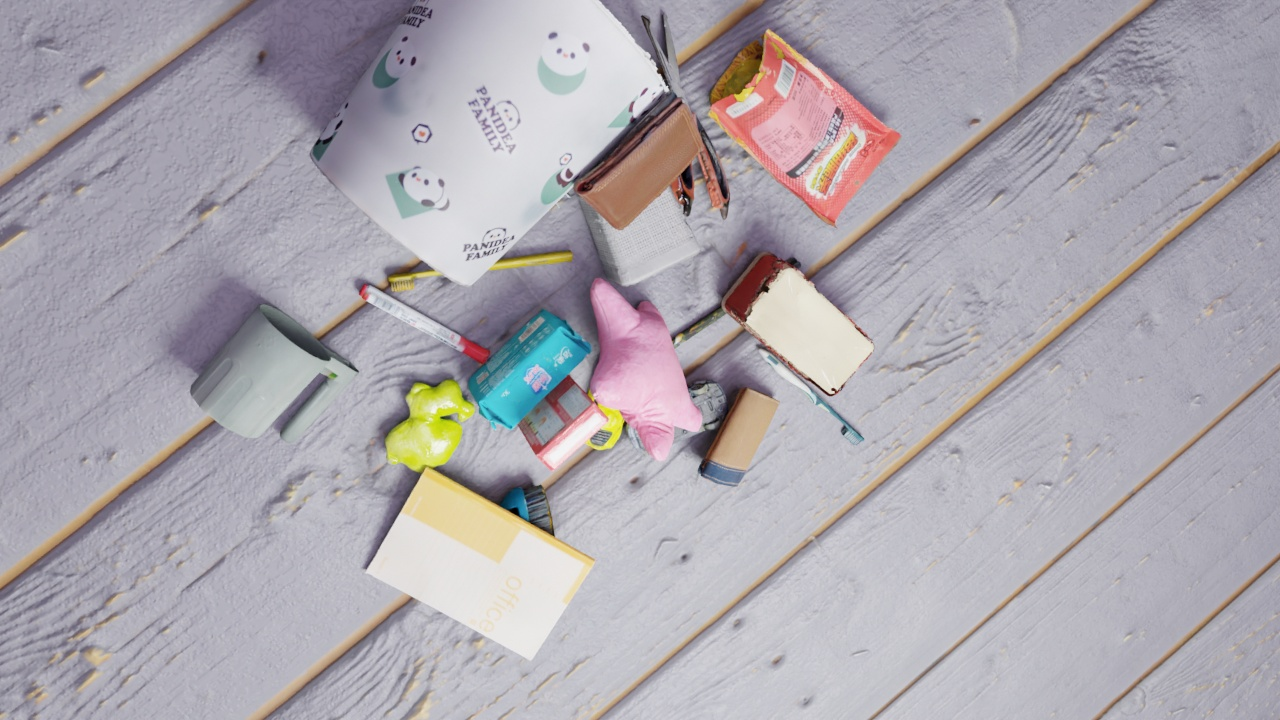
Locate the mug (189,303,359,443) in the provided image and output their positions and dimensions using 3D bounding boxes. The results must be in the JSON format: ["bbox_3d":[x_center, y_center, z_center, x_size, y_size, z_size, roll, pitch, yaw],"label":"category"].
[{"bbox_3d":[-0.352,0.020,0.890,0.103,0.083,0.124,-48,136,0],"label":"mug"}]

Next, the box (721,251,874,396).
[{"bbox_3d":[0.182,-0.038,1.021,0.168,0.078,0.091,37,95,-29],"label":"box"}]

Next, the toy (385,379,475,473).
[{"bbox_3d":[-0.220,0.071,0.962,0.096,0.031,0.100,-7,105,-17],"label":"toy"}]

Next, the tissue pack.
[{"bbox_3d":[-0.118,0.011,0.944,0.133,0.093,0.050,-43,113,-3],"label":"tissue pack"}]

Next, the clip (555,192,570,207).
[{"bbox_3d":[-0.095,-0.182,0.942,0.036,0.025,0.058,-41,119,5],"label":"clip"}]

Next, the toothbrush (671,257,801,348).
[{"bbox_3d":[0.104,-0.062,1.035,0.185,0.017,0.012,-34,121,-7],"label":"toothbrush"}]

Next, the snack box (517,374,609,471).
[{"bbox_3d":[-0.086,0.055,0.933,0.075,0.153,0.025,-42,112,-4],"label":"snack box"}]

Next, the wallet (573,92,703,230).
[{"bbox_3d":[0.001,-0.180,0.838,0.124,0.101,0.032,-44,74,4],"label":"wallet"}]

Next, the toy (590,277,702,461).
[{"bbox_3d":[-0.006,0.005,0.937,0.075,0.178,0.194,-22,90,28],"label":"toy"}]

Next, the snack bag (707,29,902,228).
[{"bbox_3d":[0.177,-0.249,0.991,0.207,0.073,0.128,32,97,-27],"label":"snack bag"}]

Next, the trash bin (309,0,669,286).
[{"bbox_3d":[-0.141,-0.219,0.819,0.229,0.229,0.252,40,94,-22],"label":"trash bin"}]

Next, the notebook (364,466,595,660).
[{"bbox_3d":[-0.172,0.220,0.984,0.206,0.010,0.146,31,105,-6],"label":"notebook"}]

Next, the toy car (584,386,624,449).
[{"bbox_3d":[-0.035,0.048,1.013,0.048,0.032,0.105,15,97,-20],"label":"toy car"}]

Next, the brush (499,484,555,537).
[{"bbox_3d":[-0.129,0.208,1.011,0.073,0.055,0.144,-10,107,-16],"label":"brush"}]

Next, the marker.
[{"bbox_3d":[-0.221,-0.037,0.943,0.145,0.017,0.017,31,93,-21],"label":"marker"}]

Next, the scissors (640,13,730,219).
[{"bbox_3d":[0.047,-0.241,0.940,0.189,0.015,0.225,35,51,-52],"label":"scissors"}]

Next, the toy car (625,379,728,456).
[{"bbox_3d":[0.041,0.063,1.037,0.120,0.037,0.054,-25,109,-7],"label":"toy car"}]

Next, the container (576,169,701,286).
[{"bbox_3d":[-0.007,-0.149,0.943,0.090,0.090,0.114,-26,106,-10],"label":"container"}]

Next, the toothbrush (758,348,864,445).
[{"bbox_3d":[0.203,0.045,1.094,0.191,0.016,0.018,39,100,-22],"label":"toothbrush"}]

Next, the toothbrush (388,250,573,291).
[{"bbox_3d":[-0.163,-0.093,0.947,0.190,0.015,0.017,-10,111,-15],"label":"toothbrush"}]

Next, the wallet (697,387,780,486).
[{"bbox_3d":[0.114,0.088,1.049,0.090,0.033,0.115,19,100,-60],"label":"wallet"}]
